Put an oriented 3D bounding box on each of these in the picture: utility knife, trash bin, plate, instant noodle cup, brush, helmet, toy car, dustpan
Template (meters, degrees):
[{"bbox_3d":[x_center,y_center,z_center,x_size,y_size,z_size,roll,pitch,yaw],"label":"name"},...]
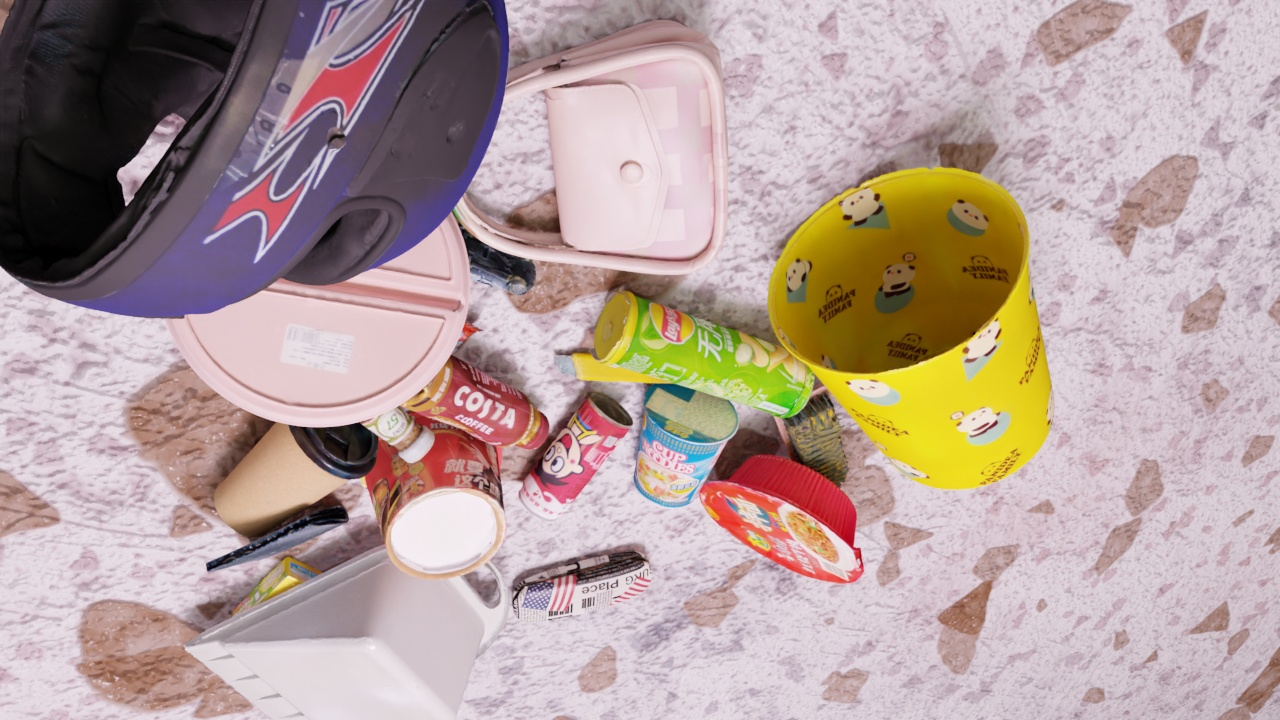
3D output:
[{"bbox_3d":[-0.005,0.005,0.907,0.171,0.015,0.033,3,100,-22],"label":"utility knife"},{"bbox_3d":[0.278,-0.014,0.884,0.230,0.229,0.255,-37,133,5],"label":"trash bin"},{"bbox_3d":[-0.244,-0.061,0.702,0.229,0.028,0.229,-1,95,-18],"label":"plate"},{"bbox_3d":[0.039,0.090,0.937,0.099,0.099,0.110,0,129,-21],"label":"instant noodle cup"},{"bbox_3d":[0.186,0.085,0.998,0.063,0.073,0.146,-27,132,-2],"label":"brush"},{"bbox_3d":[0.162,0.165,0.996,0.065,0.194,0.194,-56,131,-23],"label":"instant noodle cup"},{"bbox_3d":[-0.187,0.128,0.860,0.137,0.108,0.138,-10,124,-15],"label":"instant noodle cup"},{"bbox_3d":[-0.213,-0.163,0.565,0.240,0.247,0.315,21,94,-63],"label":"helmet"},{"bbox_3d":[-0.132,-0.084,0.785,0.090,0.042,0.034,22,139,-28],"label":"toy car"},{"bbox_3d":[-0.274,0.284,0.951,0.258,0.142,0.223,-10,130,21],"label":"dustpan"}]

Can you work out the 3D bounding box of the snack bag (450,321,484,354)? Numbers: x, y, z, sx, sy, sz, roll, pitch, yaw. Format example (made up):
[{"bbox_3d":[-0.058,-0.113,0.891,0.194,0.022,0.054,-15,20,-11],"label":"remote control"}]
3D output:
[{"bbox_3d":[-0.189,-0.003,0.823,0.104,0.026,0.048,-47,131,11],"label":"snack bag"}]

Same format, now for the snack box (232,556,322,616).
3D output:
[{"bbox_3d":[-0.333,0.265,0.943,0.087,0.033,0.140,-43,124,9],"label":"snack box"}]

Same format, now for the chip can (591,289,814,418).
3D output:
[{"bbox_3d":[0.065,-0.002,0.884,0.221,0.072,0.073,18,114,-25],"label":"chip can"}]

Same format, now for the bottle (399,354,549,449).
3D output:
[{"bbox_3d":[-0.148,0.039,0.829,0.057,0.057,0.175,-43,143,10],"label":"bottle"}]

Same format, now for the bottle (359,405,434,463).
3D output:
[{"bbox_3d":[-0.256,0.012,0.767,0.060,0.059,0.206,-40,116,7],"label":"bottle"}]

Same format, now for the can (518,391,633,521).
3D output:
[{"bbox_3d":[-0.066,0.098,0.920,0.053,0.053,0.133,27,109,-33],"label":"can"}]

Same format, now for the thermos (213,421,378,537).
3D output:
[{"bbox_3d":[-0.304,0.092,0.810,0.143,0.093,0.093,-37,127,16],"label":"thermos"}]

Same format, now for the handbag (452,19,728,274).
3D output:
[{"bbox_3d":[-0.045,-0.162,0.751,0.234,0.093,0.194,-8,124,-6],"label":"handbag"}]

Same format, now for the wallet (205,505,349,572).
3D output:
[{"bbox_3d":[-0.328,0.164,0.838,0.097,0.121,0.019,-26,85,-4],"label":"wallet"}]

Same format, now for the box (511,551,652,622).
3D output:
[{"bbox_3d":[-0.065,0.254,1.037,0.164,0.051,0.068,-10,115,-16],"label":"box"}]
